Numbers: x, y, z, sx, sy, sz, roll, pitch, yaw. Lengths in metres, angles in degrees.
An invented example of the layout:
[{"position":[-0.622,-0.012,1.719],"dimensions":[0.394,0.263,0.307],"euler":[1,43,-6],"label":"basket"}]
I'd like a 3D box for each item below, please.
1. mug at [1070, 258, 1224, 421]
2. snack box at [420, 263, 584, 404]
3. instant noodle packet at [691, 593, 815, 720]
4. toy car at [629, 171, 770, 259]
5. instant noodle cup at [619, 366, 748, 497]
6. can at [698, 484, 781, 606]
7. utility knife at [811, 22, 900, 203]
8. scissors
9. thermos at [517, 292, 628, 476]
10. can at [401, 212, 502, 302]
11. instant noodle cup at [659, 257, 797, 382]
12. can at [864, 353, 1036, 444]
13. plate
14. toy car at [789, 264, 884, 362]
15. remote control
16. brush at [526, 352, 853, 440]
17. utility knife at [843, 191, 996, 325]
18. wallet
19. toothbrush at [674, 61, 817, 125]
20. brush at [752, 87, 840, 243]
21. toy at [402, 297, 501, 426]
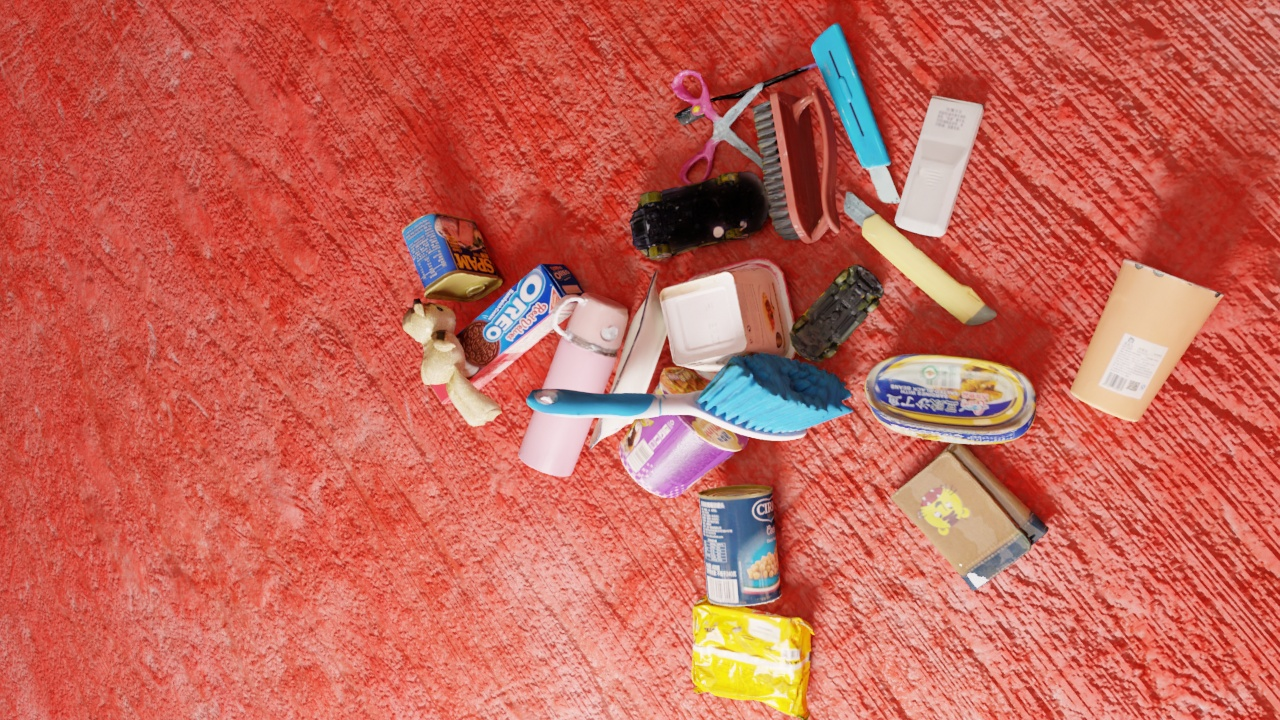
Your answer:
[{"position":[0.418,-0.015,0.770],"dimensions":[0.078,0.078,0.123],"euler":[27,107,22],"label":"mug"},{"position":[-0.156,-0.030,1.048],"dimensions":[0.208,0.058,0.057],"euler":[-37,79,22],"label":"snack box"},{"position":[0.115,0.300,0.937],"dimensions":[0.129,0.044,0.111],"euler":[5,100,29],"label":"instant noodle packet"},{"position":[0.061,-0.149,0.950],"dimensions":[0.158,0.042,0.070],"euler":[-9,88,26],"label":"toy car"},{"position":[0.038,0.079,0.938],"dimensions":[0.111,0.111,0.099],"euler":[48,119,17],"label":"instant noodle cup"},{"position":[0.100,0.186,0.923],"dimensions":[0.075,0.075,0.111],"euler":[-5,90,25],"label":"can"},{"position":[0.210,-0.234,0.885],"dimensions":[0.034,0.018,0.182],"euler":[-22,89,23],"label":"utility knife"},{"position":[0.077,-0.238,0.946],"dimensions":[0.133,0.017,0.134],"euler":[43,117,4],"label":"scissors"},{"position":[-0.079,0.023,0.999],"dimensions":[0.067,0.087,0.199],"euler":[39,112,54],"label":"thermos"},{"position":[-0.215,-0.117,1.049],"dimensions":[0.057,0.102,0.083],"euler":[-29,78,24],"label":"can"},{"position":[0.082,-0.039,0.898],"dimensions":[0.116,0.124,0.116],"euler":[-13,86,25],"label":"instant noodle cup"},{"position":[0.281,0.034,0.837],"dimensions":[0.148,0.049,0.074],"euler":[7,78,23],"label":"can"},{"position":[-0.005,0.005,0.917],"dimensions":[0.034,0.164,0.163],"euler":[20,69,-2],"label":"plate"},{"position":[0.188,-0.045,0.890],"dimensions":[0.048,0.032,0.105],"euler":[42,91,-3],"label":"toy car"},{"position":[0.278,-0.180,0.857],"dimensions":[0.049,0.024,0.125],"euler":[18,98,23],"label":"remote control"},{"position":[0.056,0.034,0.830],"dimensions":[0.110,0.314,0.060],"euler":[-42,49,37],"label":"brush"},{"position":[0.258,-0.096,0.871],"dimensions":[0.183,0.019,0.031],"euler":[44,104,11],"label":"utility knife"},{"position":[0.303,0.142,0.851],"dimensions":[0.090,0.033,0.115],"euler":[-47,69,20],"label":"wallet"},{"position":[0.120,-0.276,0.934],"dimensions":[0.189,0.014,0.017],"euler":[-15,93,25],"label":"toothbrush"},{"position":[0.158,-0.187,0.892],"dimensions":[0.069,0.063,0.146],"euler":[-9,89,38],"label":"brush"},{"position":[-0.208,0.003,1.013],"dimensions":[0.157,0.066,0.105],"euler":[57,154,6],"label":"toy"}]
